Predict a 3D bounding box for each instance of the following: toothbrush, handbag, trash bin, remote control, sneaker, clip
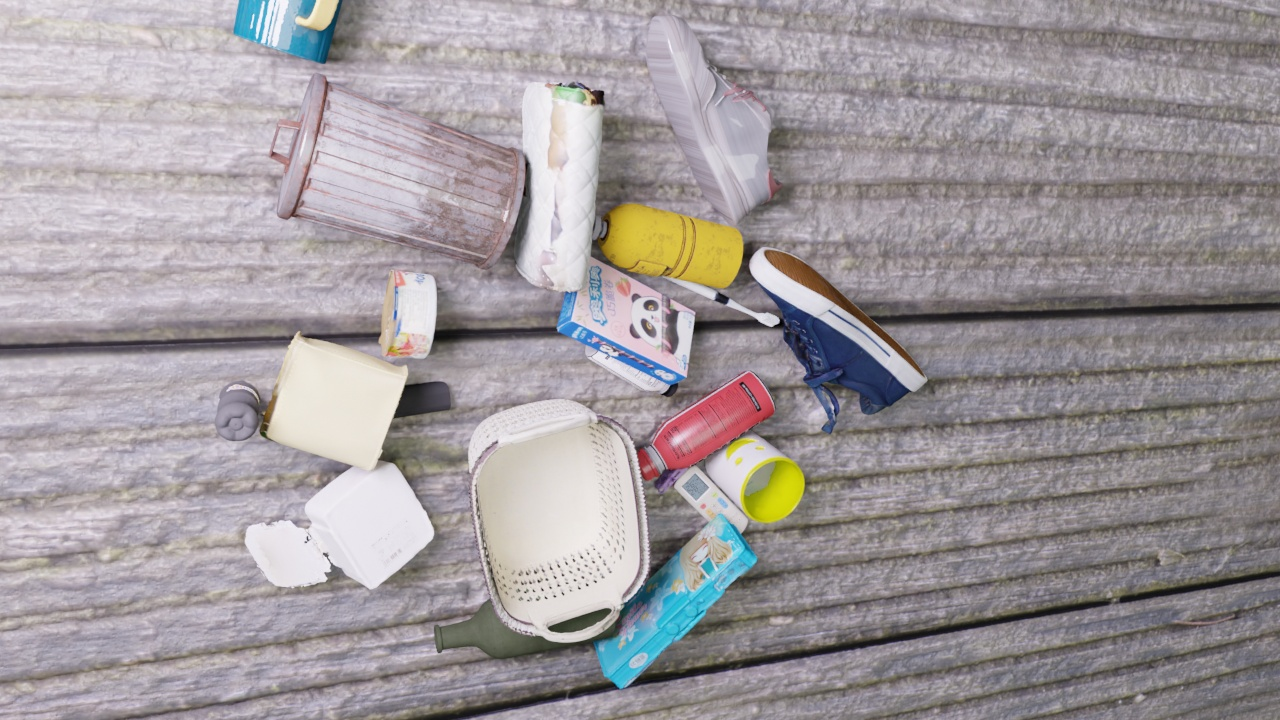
[{"bbox_3d":[0.085,-0.077,1.058,0.186,0.017,0.012,22,67,-26],"label":"toothbrush"},{"bbox_3d":[-0.082,-0.171,0.896,0.072,0.139,0.195,2,105,-15],"label":"handbag"},{"bbox_3d":[-0.227,-0.170,0.844,0.211,0.131,0.131,14,101,-26],"label":"trash bin"},{"bbox_3d":[-0.302,0.039,0.901,0.119,0.081,0.111,20,90,-19],"label":"handbag"},{"bbox_3d":[-0.274,0.048,0.961,0.146,0.015,0.033,-8,110,-19],"label":"remote control"},{"bbox_3d":[0.211,-0.017,1.091,0.127,0.120,0.294,-43,122,18],"label":"sneaker"},{"bbox_3d":[0.086,-0.260,0.956,0.089,0.099,0.236,-32,123,-8],"label":"sneaker"},{"bbox_3d":[0.037,0.139,1.107,0.013,0.033,0.051,37,92,-28],"label":"clip"},{"bbox_3d":[0.088,0.177,1.143,0.038,0.018,0.125,-44,116,-3],"label":"remote control"}]

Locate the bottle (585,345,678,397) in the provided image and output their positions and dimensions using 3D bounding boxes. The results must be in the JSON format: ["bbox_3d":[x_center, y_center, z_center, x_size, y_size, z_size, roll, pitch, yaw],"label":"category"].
[{"bbox_3d":[-0.006,0.006,1.037,0.116,0.041,0.041,32,94,-27],"label":"bottle"}]

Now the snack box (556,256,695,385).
[{"bbox_3d":[-0.012,-0.043,0.998,0.154,0.033,0.087,26,57,-27],"label":"snack box"}]

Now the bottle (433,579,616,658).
[{"bbox_3d":[-0.134,0.305,1.070,0.206,0.071,0.071,-6,109,-20],"label":"bottle"}]

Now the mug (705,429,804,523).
[{"bbox_3d":[0.134,0.135,1.097,0.082,0.106,0.083,-7,109,-20],"label":"mug"}]

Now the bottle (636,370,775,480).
[{"bbox_3d":[0.071,0.081,1.080,0.176,0.062,0.062,-32,116,-9],"label":"bottle"}]

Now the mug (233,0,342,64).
[{"bbox_3d":[-0.290,-0.315,0.780,0.083,0.114,0.107,8,107,-47],"label":"mug"}]

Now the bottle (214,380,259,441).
[{"bbox_3d":[-0.379,0.043,0.865,0.036,0.110,0.036,-7,109,-19],"label":"bottle"}]

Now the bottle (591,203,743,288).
[{"bbox_3d":[0.022,-0.125,0.987,0.163,0.071,0.071,10,103,-24],"label":"bottle"}]

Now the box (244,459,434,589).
[{"bbox_3d":[-0.316,0.185,0.952,0.188,0.101,0.111,-29,114,-16],"label":"box"}]

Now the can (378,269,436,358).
[{"bbox_3d":[-0.231,-0.045,0.907,0.043,0.086,0.086,5,105,-23],"label":"can"}]

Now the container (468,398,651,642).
[{"bbox_3d":[-0.094,0.160,0.997,0.184,0.143,0.252,-13,112,-15],"label":"container"}]

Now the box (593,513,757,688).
[{"bbox_3d":[0.039,0.289,1.108,0.227,0.094,0.039,-44,114,3],"label":"box"}]
